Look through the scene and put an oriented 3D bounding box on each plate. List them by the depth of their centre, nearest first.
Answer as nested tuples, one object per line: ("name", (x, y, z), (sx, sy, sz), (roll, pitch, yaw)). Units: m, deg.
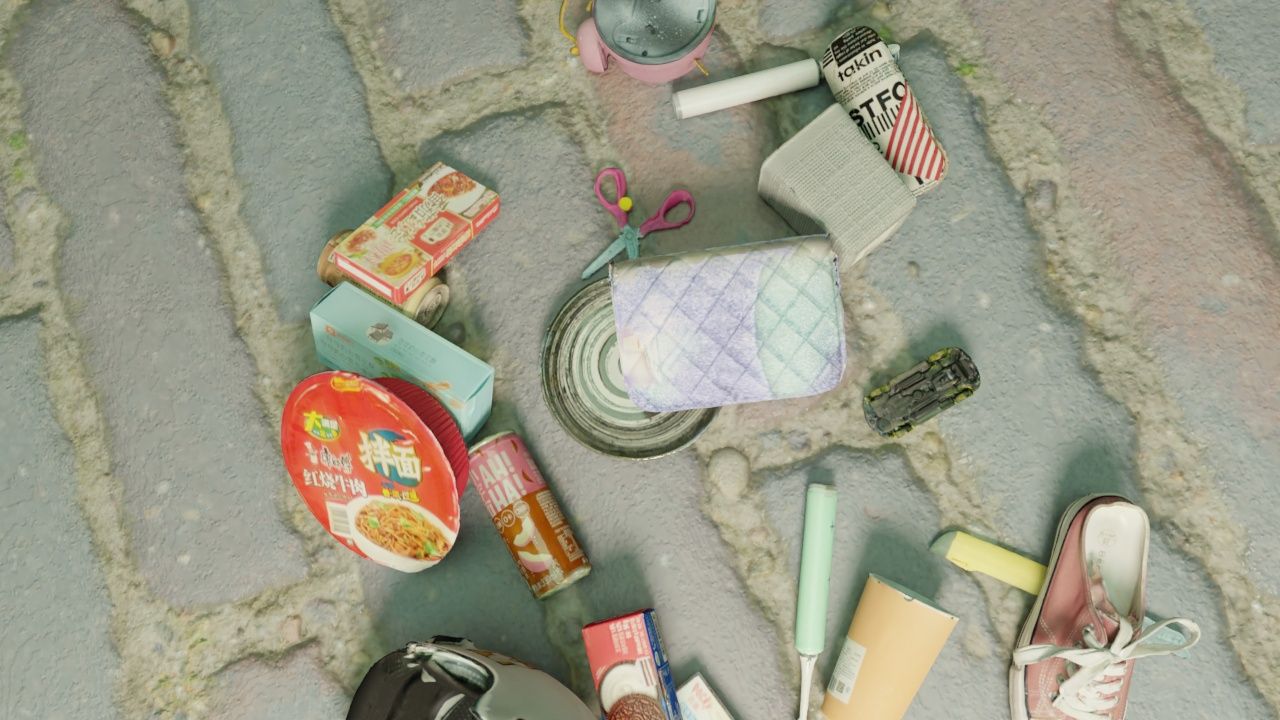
("plate", (-0.005, 0.005, 0.850), (0.179, 0.024, 0.179), (-1, 80, 5))

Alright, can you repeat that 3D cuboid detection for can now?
("can", (-0.102, 0.137, 0.818), (0.058, 0.058, 0.147), (-31, 78, 0))
("can", (-0.245, -0.075, 0.872), (0.116, 0.058, 0.058), (29, 84, 11))

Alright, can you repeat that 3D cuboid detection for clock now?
("clock", (-0.003, -0.332, 0.892), (0.158, 0.060, 0.117), (11, 82, 7))

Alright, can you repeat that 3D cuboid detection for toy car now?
("toy car", (0.248, 0.030, 0.813), (0.105, 0.032, 0.048), (-33, 78, 11))

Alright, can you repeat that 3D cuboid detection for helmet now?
("helmet", (-0.113, 0.335, 0.719), (0.156, 0.275, 0.230), (10, 79, -38))

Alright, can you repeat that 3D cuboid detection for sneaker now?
("sneaker", (0.357, 0.225, 0.726), (0.118, 0.087, 0.241), (12, 92, 10))

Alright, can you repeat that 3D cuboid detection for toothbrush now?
("toothbrush", (0.148, 0.217, 0.792), (0.026, 0.027, 0.224), (3, 80, 20))
("toothbrush", (0.140, -0.271, 0.881), (0.221, 0.026, 0.026), (-13, 53, 4))

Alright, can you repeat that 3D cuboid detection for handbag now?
("handbag", (0.075, -0.032, 0.790), (0.194, 0.075, 0.134), (-6, 100, 5))

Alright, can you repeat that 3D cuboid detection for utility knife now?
("utility knife", (0.356, 0.196, 0.776), (0.221, 0.022, 0.031), (23, 87, 16))

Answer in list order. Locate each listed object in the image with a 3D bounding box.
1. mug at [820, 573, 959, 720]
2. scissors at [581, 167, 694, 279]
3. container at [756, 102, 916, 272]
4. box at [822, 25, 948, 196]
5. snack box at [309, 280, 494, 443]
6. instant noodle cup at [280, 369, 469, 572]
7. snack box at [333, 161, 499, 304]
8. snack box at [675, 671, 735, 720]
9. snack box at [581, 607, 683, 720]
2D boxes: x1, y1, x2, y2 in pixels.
("mug", (0.200, 0.248, 0.758), (0.078, 0.078, 0.122), (26, 88, 10))
("scissors", (-0.002, -0.124, 0.878), (0.130, 0.017, 0.133), (-9, 83, 2))
("container", (0.177, -0.150, 0.824), (0.090, 0.090, 0.114), (-40, 81, -1))
("box", (0.228, -0.228, 0.851), (0.076, 0.083, 0.163), (-31, 90, 37))
("snack box", (-0.218, 0.003, 0.840), (0.175, 0.074, 0.051), (29, 54, 10))
("instant noodle cup", (-0.222, 0.087, 0.806), (0.194, 0.065, 0.194), (11, 117, 23))
("snack box", (-0.206, -0.122, 0.859), (0.075, 0.026, 0.152), (31, 55, 12))
("snack box", (0.015, 0.349, 0.782), (0.157, 0.027, 0.084), (-38, 77, -2))
("snack box", (0.008, 0.311, 0.747), (0.058, 0.057, 0.207), (-17, 77, 7))
